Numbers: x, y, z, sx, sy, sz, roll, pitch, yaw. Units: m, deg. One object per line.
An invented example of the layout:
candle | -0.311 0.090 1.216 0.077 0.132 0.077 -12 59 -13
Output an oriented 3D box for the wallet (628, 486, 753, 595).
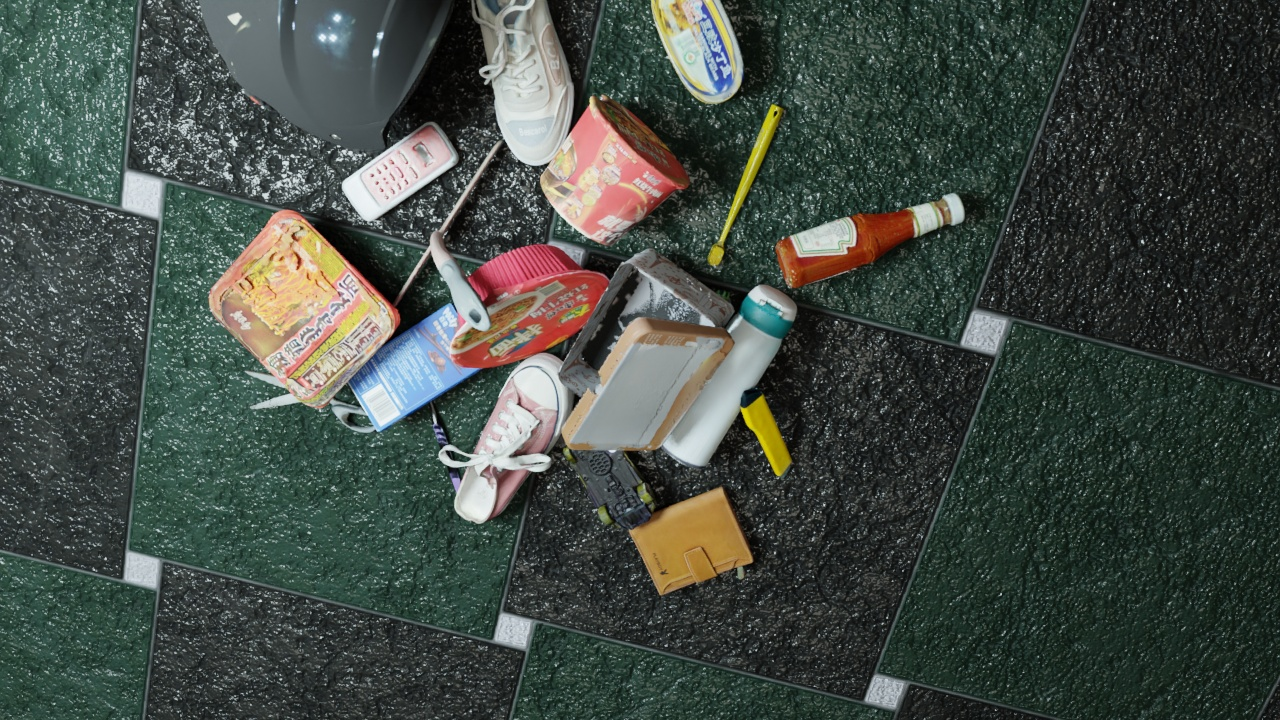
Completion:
wallet | 0.066 0.232 1.155 0.131 0.035 0.119 -23 98 10

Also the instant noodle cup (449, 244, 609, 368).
instant noodle cup | -0.131 -0.066 1.015 0.194 0.193 0.066 -30 74 11

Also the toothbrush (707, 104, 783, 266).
toothbrush | 0.117 -0.194 1.031 0.015 0.016 0.190 21 106 -4

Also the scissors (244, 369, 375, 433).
scissors | -0.394 0.040 1.127 0.175 0.014 0.159 43 103 -9

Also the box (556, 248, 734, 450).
box | -0.006 0.007 0.985 0.153 0.180 0.183 36 118 7

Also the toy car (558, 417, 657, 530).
toy car | -0.039 0.134 1.122 0.070 0.042 0.158 -30 92 11

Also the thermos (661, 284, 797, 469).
thermos | 0.104 0.017 1.067 0.073 0.073 0.224 28 107 -6

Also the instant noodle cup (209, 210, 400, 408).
instant noodle cup | -0.381 -0.061 1.058 0.165 0.079 0.189 -42 95 13

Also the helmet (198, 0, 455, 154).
helmet | -0.308 -0.350 0.886 0.275 0.230 0.233 18 82 29

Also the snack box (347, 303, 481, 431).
snack box | -0.265 0.008 1.089 0.157 0.026 0.084 -32 90 5

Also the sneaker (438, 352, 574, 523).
sneaker | -0.159 0.103 1.087 0.118 0.087 0.241 34 109 6

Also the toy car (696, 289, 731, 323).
toy car | 0.077 -0.042 1.064 0.036 0.043 0.091 30 107 0

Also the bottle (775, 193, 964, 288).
bottle | 0.255 -0.138 1.022 0.206 0.059 0.060 -18 105 4

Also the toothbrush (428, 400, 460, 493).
toothbrush | -0.246 0.099 1.137 0.014 0.016 0.189 -13 107 6

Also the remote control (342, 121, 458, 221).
remote control | -0.274 -0.214 1.043 0.136 0.020 0.056 -31 103 11

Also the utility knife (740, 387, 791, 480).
utility knife | 0.149 0.088 1.085 0.033 0.015 0.165 -35 130 -8

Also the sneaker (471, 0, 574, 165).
sneaker | -0.126 -0.327 0.966 0.089 0.090 0.242 -8 107 6

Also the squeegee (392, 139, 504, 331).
squeegee | -0.196 -0.099 0.960 0.040 0.249 0.248 27 107 -34

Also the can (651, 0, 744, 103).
can | 0.060 -0.344 0.973 0.075 0.049 0.148 -24 104 9

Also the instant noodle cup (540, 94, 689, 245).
instant noodle cup | -0.032 -0.197 0.983 0.138 0.137 0.109 42 112 -9
